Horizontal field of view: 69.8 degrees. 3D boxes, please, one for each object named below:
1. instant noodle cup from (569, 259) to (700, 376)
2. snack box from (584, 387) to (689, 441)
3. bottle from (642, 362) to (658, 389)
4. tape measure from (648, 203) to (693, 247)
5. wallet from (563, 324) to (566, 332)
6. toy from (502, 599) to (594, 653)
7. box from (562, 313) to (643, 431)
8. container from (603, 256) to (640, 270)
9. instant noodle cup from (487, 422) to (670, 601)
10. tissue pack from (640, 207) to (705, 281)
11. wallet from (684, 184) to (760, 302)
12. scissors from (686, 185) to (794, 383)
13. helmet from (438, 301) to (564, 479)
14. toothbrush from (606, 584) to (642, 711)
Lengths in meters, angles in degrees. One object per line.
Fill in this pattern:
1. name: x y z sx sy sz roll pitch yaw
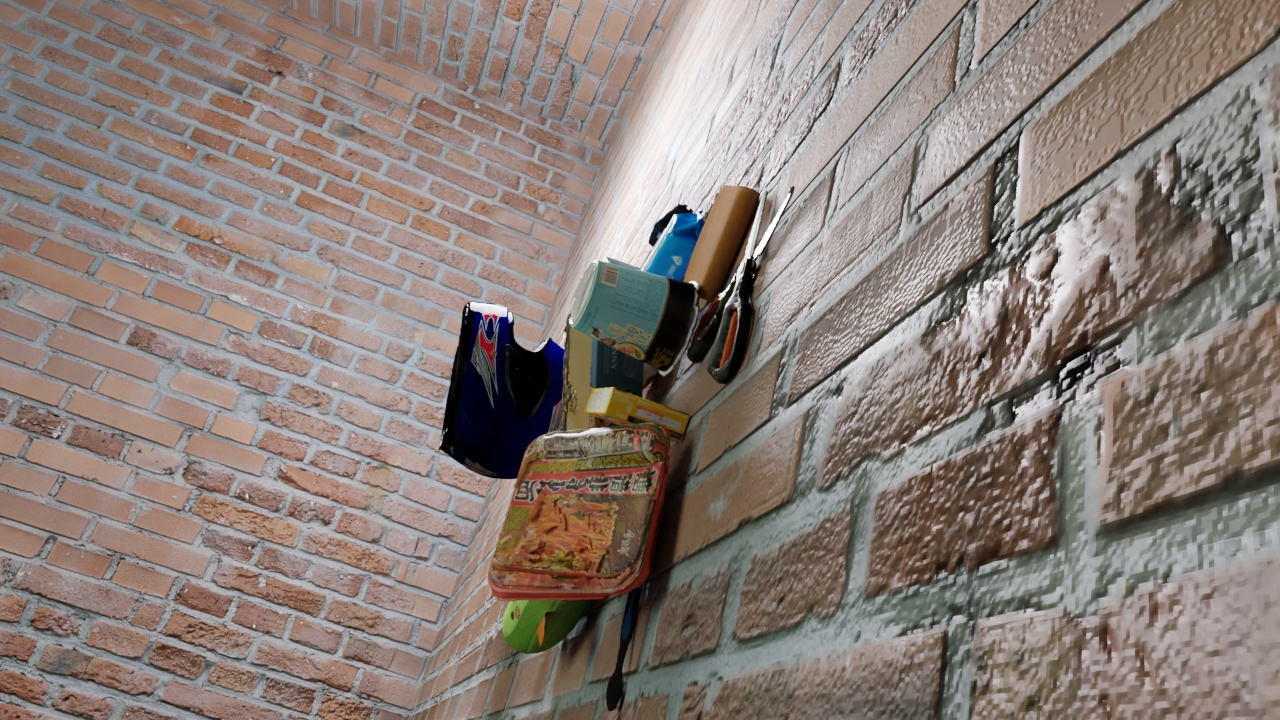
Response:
1. instant noodle cup: -0.011 -0.054 1.009 0.111 0.120 0.111 -162 91 -75
2. snack box: -0.007 0.058 0.991 0.140 0.087 0.033 160 130 -77
3. bottle: -0.007 0.007 1.168 0.109 0.063 0.063 -30 37 52
4. tape measure: 0.043 -0.184 1.312 0.065 0.033 0.066 -43 -13 -30
5. wallet: -0.055 -0.082 1.487 0.125 0.101 0.032 -64 31 19
6. toy: -0.088 0.241 1.037 0.247 0.090 0.226 -60 3 21
7. box: -0.044 0.016 1.102 0.062 0.089 0.184 12 105 40
8. container: -0.029 -0.090 1.405 0.090 0.090 0.111 -115 45 -76
9. instant noodle cup: -0.048 0.155 0.885 0.079 0.165 0.188 59 -146 -42
10. tissue pack: 0.037 -0.131 1.197 0.157 0.052 0.094 -58 8 22
11. wallet: 0.089 -0.135 1.045 0.108 0.031 0.132 -133 64 -75
12. scissors: 0.094 -0.069 0.910 0.235 0.021 0.220 121 166 -46
13. helmet: -0.224 0.058 1.654 0.248 0.240 0.314 129 149 -61
14. toothbrush: -0.009 0.235 0.856 0.016 0.014 0.189 87 -167 -49
